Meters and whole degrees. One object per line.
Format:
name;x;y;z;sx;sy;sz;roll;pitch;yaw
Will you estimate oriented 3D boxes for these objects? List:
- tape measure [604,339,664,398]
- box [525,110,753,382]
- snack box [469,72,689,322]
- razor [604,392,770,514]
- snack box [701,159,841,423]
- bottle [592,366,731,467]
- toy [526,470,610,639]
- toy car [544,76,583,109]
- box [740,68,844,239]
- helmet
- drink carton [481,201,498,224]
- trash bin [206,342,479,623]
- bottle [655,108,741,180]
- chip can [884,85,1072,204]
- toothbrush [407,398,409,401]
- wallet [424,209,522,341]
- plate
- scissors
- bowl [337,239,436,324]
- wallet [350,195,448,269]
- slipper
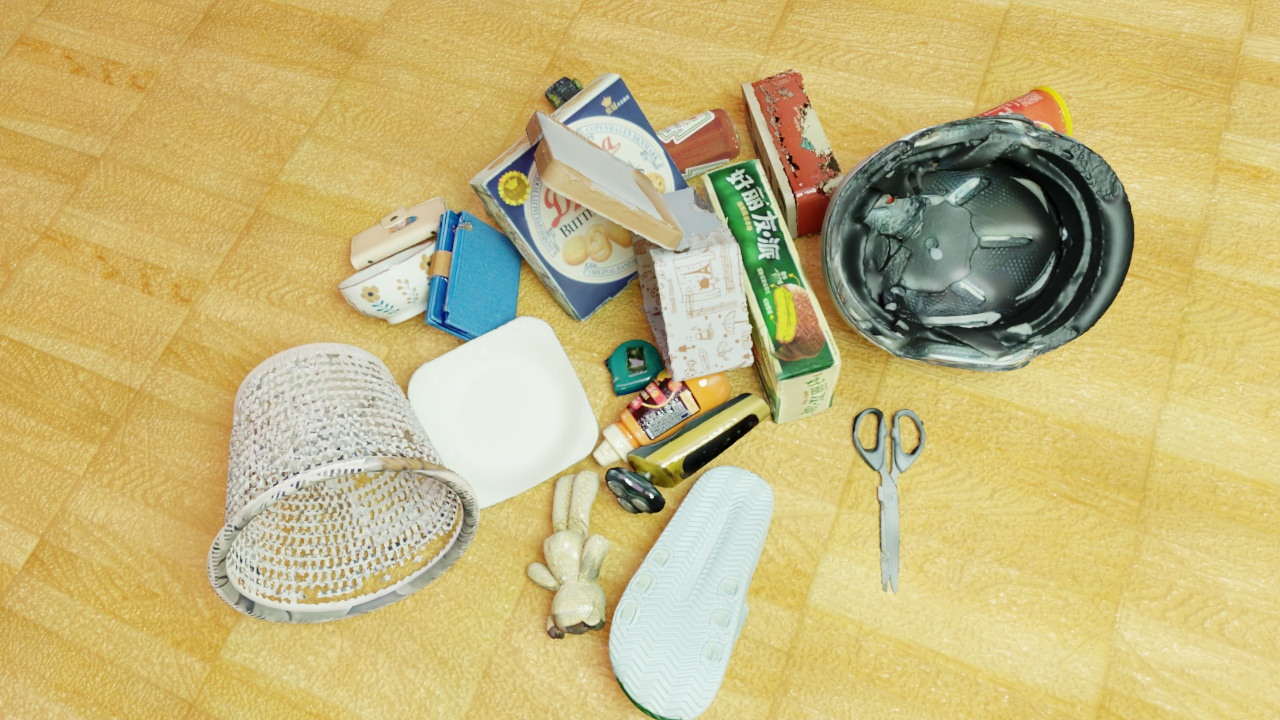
tape measure;-0.005;0.006;0.935;0.058;0.025;0.054;-16;65;0
box;0.008;-0.116;0.841;0.126;0.273;0.178;-34;29;8
snack box;-0.049;-0.165;0.943;0.177;0.182;0.046;-42;27;-11
razor;0.048;0.085;0.858;0.167;0.062;0.067;-33;42;-7
snack box;0.123;-0.068;0.901;0.063;0.114;0.239;-17;64;-1
bottle;0.016;0.053;0.894;0.149;0.067;0.066;-37;66;-2
toy;-0.059;0.176;0.850;0.105;0.066;0.157;-23;55;33
toy car;-0.070;-0.293;1.075;0.042;0.035;0.090;-43;73;-10
box;0.170;-0.224;0.978;0.079;0.091;0.168;-17;64;3
helmet;0.292;-0.108;0.866;0.274;0.157;0.230;-6;99;-7
drink carton;-0.114;-0.152;1.011;0.122;0.045;0.053;39;71;21
trash bin;-0.283;0.098;0.843;0.227;0.228;0.192;-26;52;-4
bottle;0.008;-0.216;1.016;0.206;0.060;0.059;-22;64;-1
chip can;0.337;-0.214;0.961;0.216;0.073;0.073;-23;65;-4
toothbrush;-0.245;0.044;0.957;0.189;0.016;0.014;-14;57;3
wallet;-0.172;-0.081;0.962;0.040;0.106;0.132;-19;58;38
plate;-0.135;0.053;0.916;0.164;0.034;0.163;-26;75;-3
scissors;0.223;0.125;0.858;0.136;0.014;0.174;35;78;20
bowl;-0.256;-0.078;0.977;0.113;0.113;0.062;-28;107;-5
wallet;-0.269;-0.147;1.025;0.115;0.024;0.087;-26;32;-1
slipper;0.051;0.201;0.815;0.104;0.074;0.244;17;53;17
